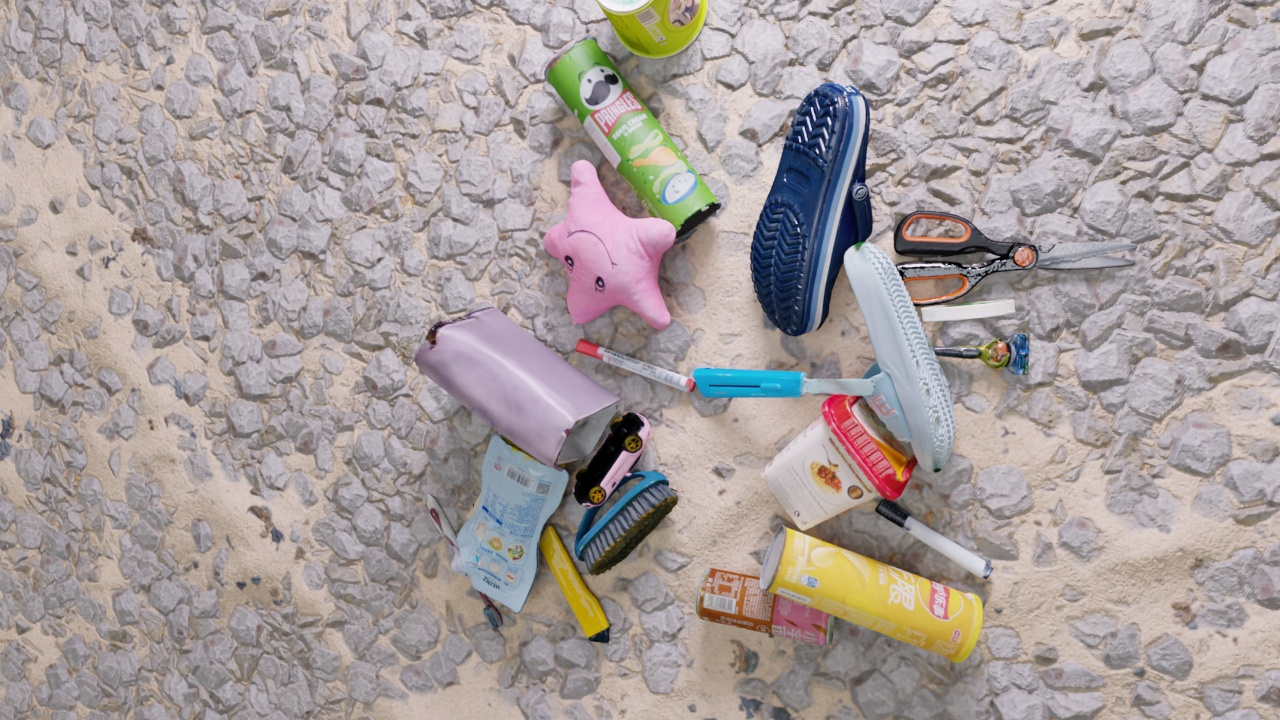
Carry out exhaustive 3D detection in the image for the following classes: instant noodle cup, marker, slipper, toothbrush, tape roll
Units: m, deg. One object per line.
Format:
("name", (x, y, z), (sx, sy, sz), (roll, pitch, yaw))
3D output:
("instant noodle cup", (0.002, -0.384, 0.950), (0.112, 0.123, 0.111), (1, 95, 17))
("marker", (0.307, 0.185, 0.960), (0.131, 0.018, 0.022), (31, 93, 13))
("slipper", (0.184, -0.151, 0.935), (0.095, 0.105, 0.253), (-1, 114, -24))
("toothbrush", (-0.221, 0.246, 1.125), (0.016, 0.017, 0.187), (-32, 86, 16))
("tape roll", (0.321, -0.049, 0.900), (0.086, 0.085, 0.014), (-5, 93, 17))
("instant noodle cup", (0.201, 0.104, 0.943), (0.124, 0.116, 0.116), (-40, 83, 28))
("slipper", (0.245, 0.003, 0.905), (0.074, 0.103, 0.245), (-19, 101, 29))
("marker", (-0.006, 0.006, 1.041), (0.145, 0.017, 0.017), (20, 100, 14))

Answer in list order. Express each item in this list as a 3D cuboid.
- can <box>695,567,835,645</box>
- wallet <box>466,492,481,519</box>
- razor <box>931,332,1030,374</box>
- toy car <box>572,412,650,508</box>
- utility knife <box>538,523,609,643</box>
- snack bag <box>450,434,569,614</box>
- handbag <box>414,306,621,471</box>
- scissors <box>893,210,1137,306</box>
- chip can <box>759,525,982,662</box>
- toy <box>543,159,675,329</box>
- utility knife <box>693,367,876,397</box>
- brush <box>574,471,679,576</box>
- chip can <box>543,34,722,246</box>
("can", (0.137, 0.267, 0.997), (0.147, 0.057, 0.058), (8, 97, 16))
("wallet", (-0.148, 0.166, 1.095), (0.087, 0.024, 0.115), (36, 103, 16))
("razor", (0.321, -0.009, 0.937), (0.143, 0.022, 0.042), (3, 94, 17))
("toy car", (-0.030, 0.114, 1.036), (0.037, 0.056, 0.122), (33, 96, -29))
("utility knife", (-0.078, 0.265, 1.085), (0.033, 0.015, 0.156), (-29, 85, 11))
("snack bag", (-0.155, 0.190, 1.068), (0.110, 0.038, 0.191), (22, 104, 11))
("handbag", (-0.137, 0.032, 1.017), (0.197, 0.144, 0.098), (35, 101, 12))
("scissors", (0.367, -0.090, 0.920), (0.235, 0.021, 0.153), (24, 108, 10))
("chip can", (0.233, 0.238, 0.935), (0.213, 0.072, 0.072), (19, 100, 1))
("toy", (-0.035, -0.103, 1.006), (0.194, 0.074, 0.179), (41, 128, 22))
("utility knife", (0.144, 0.024, 0.944), (0.226, 0.018, 0.034), (0, 105, 45))
("brush", (-0.023, 0.176, 1.043), (0.144, 0.055, 0.073), (-46, 59, 16))
("chip can", (-0.009, -0.238, 0.994), (0.072, 0.072, 0.236), (-38, 84, 16))
